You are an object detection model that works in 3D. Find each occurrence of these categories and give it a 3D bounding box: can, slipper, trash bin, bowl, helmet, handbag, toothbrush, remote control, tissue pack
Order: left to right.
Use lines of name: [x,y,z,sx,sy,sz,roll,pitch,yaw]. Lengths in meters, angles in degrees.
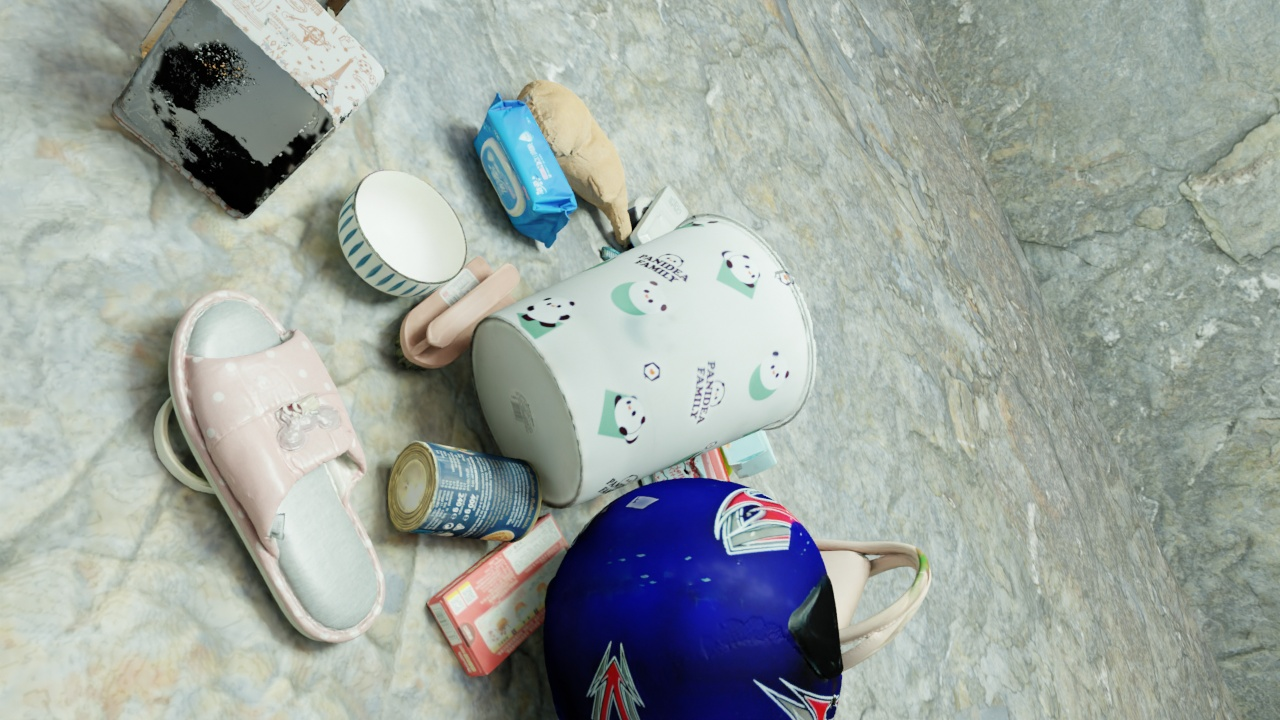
slipper: [-0.254,0.075,0.669,0.114,0.055,0.274,-25,95,-56]
bowl: [-0.223,-0.106,0.829,0.116,0.066,0.116,29,46,-36]
can: [-0.150,0.113,0.778,0.111,0.075,0.075,17,56,-44]
tissue pack: [-0.127,-0.199,0.982,0.052,0.095,0.157,-28,91,-24]
trash bin: [-0.005,0.005,0.860,0.251,0.230,0.229,-23,87,-32]
toothbrush: [0.021,-0.101,1.164,0.191,0.016,0.018,25,61,-39]
remote control: [0.026,-0.169,1.148,0.049,0.024,0.124,51,39,-21]
helmet: [0.058,0.226,0.805,0.315,0.248,0.240,26,66,-58]
handbag: [0.203,0.260,0.980,0.093,0.235,0.192,58,37,-10]

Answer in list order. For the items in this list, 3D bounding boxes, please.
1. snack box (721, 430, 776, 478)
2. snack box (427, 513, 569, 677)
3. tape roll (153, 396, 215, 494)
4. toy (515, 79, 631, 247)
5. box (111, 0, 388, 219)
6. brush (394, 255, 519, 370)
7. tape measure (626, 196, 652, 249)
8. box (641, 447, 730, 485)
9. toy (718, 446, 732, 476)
snack box: [0.101,0.046,1.067,0.074,0.052,0.174,50,18,-65]
snack box: [-0.113,0.203,0.810,0.152,0.026,0.075,-34,97,-53]
tape roll: [-0.309,0.055,0.673,0.085,0.014,0.085,28,49,-38]
toy: [-0.066,-0.234,1.085,0.226,0.083,0.143,46,25,-43]
box: [-0.297,-0.249,0.737,0.154,0.183,0.184,46,43,-23]
brush: [-0.170,-0.042,0.851,0.063,0.073,0.145,55,39,-13]
tape measure: [0.004,-0.174,1.173,0.065,0.034,0.066,-19,86,-55]
box: [0.041,0.125,1.026,0.101,0.095,0.201,-15,76,-11]
toy: [0.091,0.089,1.121,0.100,0.031,0.096,55,39,-11]
